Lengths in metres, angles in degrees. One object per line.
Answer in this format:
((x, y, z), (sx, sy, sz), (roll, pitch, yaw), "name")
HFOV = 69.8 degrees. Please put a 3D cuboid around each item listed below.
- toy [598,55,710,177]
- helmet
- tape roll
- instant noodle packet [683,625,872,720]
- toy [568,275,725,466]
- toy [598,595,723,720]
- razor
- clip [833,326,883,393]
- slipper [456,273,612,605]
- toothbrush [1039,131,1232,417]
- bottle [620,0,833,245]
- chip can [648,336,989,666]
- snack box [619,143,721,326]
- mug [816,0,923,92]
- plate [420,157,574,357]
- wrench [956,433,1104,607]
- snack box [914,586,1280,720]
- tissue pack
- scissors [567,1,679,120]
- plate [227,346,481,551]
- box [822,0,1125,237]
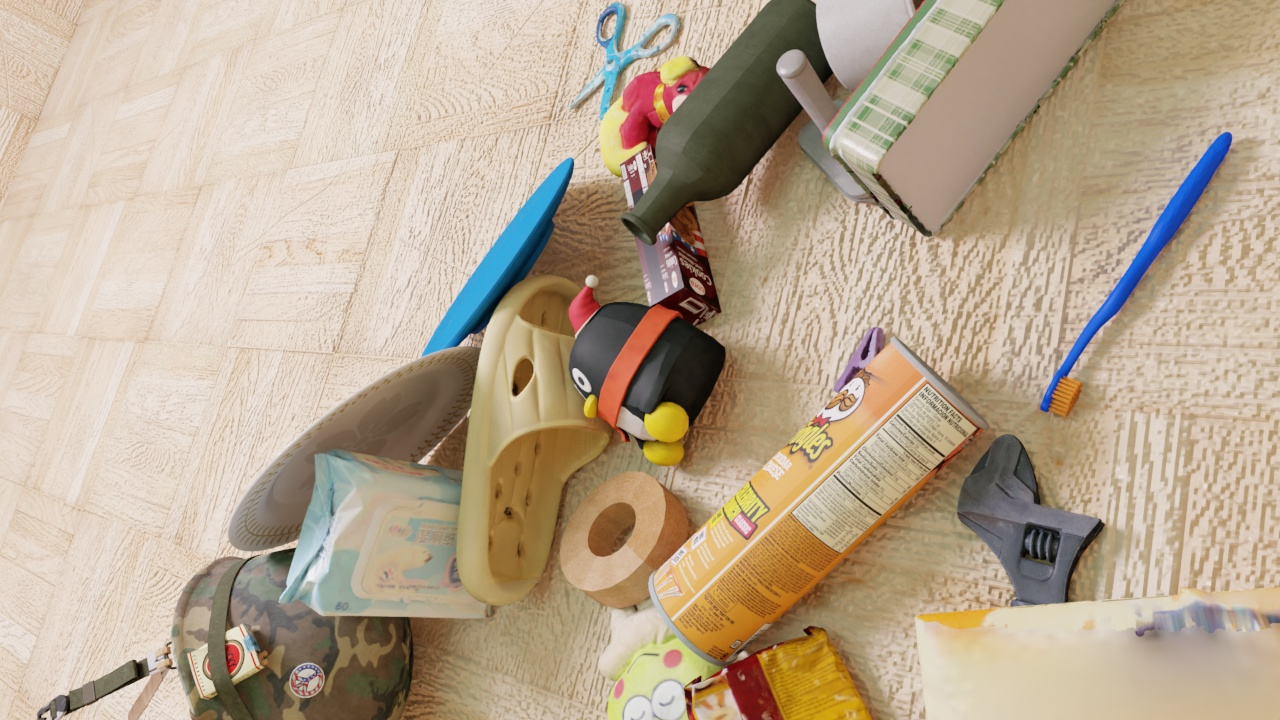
((0.016, -0.210, 0.773), (0.138, 0.067, 0.105), (-13, 61, 49), "toy")
((-0.301, 0.261, 0.728), (0.236, 0.193, 0.223), (-8, 54, 2), "helmet")
((-0.012, 0.126, 0.652), (0.094, 0.027, 0.093), (-28, 38, 25), "tape roll")
((0.088, 0.228, 0.518), (0.098, 0.040, 0.135), (-22, 54, -4), "instant noodle packet")
((-0.004, 0.004, 0.657), (0.119, 0.098, 0.099), (29, 69, 11), "toy")
((0.011, 0.205, 0.608), (0.092, 0.046, 0.115), (-39, 44, 17), "toy")
((0.125, -0.168, 0.621), (0.047, 0.116, 0.088), (-41, 51, 12), "razor")
((0.144, 0.005, 0.605), (0.046, 0.014, 0.050), (-18, 64, 36), "clip")
((-0.073, 0.056, 0.695), (0.079, 0.111, 0.261), (1, 75, 40), "slipper")
((0.279, -0.047, 0.512), (0.018, 0.016, 0.182), (36, 96, 37), "toothbrush")
((0.062, -0.172, 0.676), (0.206, 0.071, 0.071), (-50, 47, -7), "bottle")
((0.104, 0.088, 0.559), (0.215, 0.075, 0.075), (-47, 49, 14), "chip can")
((0.022, -0.098, 0.720), (0.032, 0.051, 0.140), (-28, 56, 27), "snack box")
((0.169, -0.249, 0.636), (0.071, 0.084, 0.113), (-12, 82, 38), "mug")
((-0.118, -0.077, 0.789), (0.225, 0.024, 0.224), (-49, 17, 20), "plate")
((0.213, 0.167, 0.472), (0.074, 0.022, 0.272), (-16, 62, 32), "wrench")
((0.228, 0.176, 0.395), (0.196, 0.080, 0.145), (-12, 64, 24), "snack box")
((-0.177, 0.135, 0.698), (0.070, 0.181, 0.112), (21, 92, 43), "tissue pack")
((-0.024, -0.291, 0.869), (0.134, 0.012, 0.134), (-41, 52, 21), "scissors")
((-0.221, 0.067, 0.736), (0.243, 0.242, 0.016), (-45, 78, 16), "plate")
((0.209, -0.183, 0.562), (0.206, 0.117, 0.050), (-53, 53, 11), "box")
